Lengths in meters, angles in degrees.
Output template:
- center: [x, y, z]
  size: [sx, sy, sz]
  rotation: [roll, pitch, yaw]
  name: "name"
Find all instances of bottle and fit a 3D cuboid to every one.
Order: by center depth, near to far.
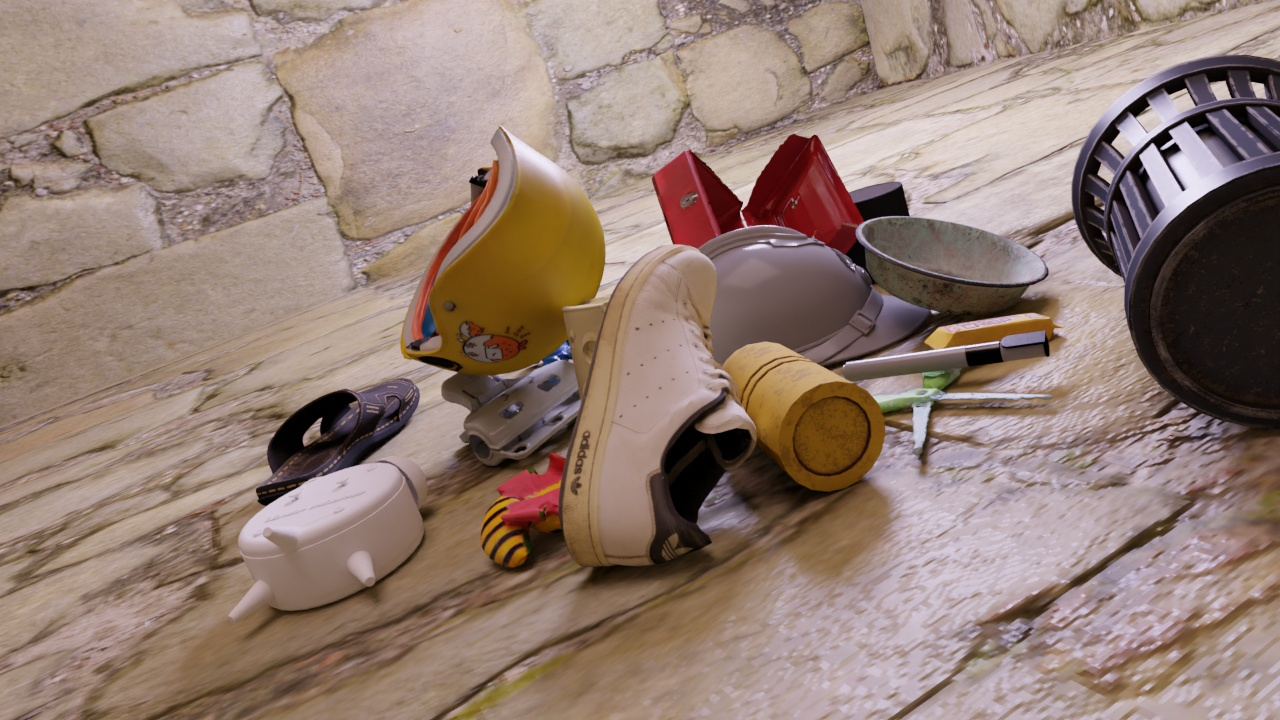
- center: [0.098, 0.029, 0.627]
  size: [0.071, 0.071, 0.164]
  rotation: [-21, 16, -8]
  name: "bottle"

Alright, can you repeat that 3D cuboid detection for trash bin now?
- center: [0.348, -0.074, 0.530]
  size: [0.165, 0.164, 0.226]
  rotation: [-11, 21, 26]
  name: "trash bin"

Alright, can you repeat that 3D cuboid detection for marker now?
- center: [0.211, -0.001, 0.646]
  size: [0.141, 0.016, 0.016]
  rotation: [-9, 18, 33]
  name: "marker"

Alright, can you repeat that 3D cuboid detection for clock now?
- center: [-0.232, 0.121, 0.688]
  size: [0.125, 0.073, 0.160]
  rotation: [-17, 16, 8]
  name: "clock"

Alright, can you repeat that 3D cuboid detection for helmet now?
- center: [0.114, -0.064, 0.830]
  size: [0.271, 0.118, 0.183]
  rotation: [-14, 16, 12]
  name: "helmet"
- center: [-0.117, -0.072, 0.832]
  size: [0.241, 0.139, 0.208]
  rotation: [-38, 32, 56]
  name: "helmet"

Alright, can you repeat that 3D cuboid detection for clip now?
- center: [-0.115, 0.045, 0.843]
  size: [0.143, 0.073, 0.124]
  rotation: [8, 31, 42]
  name: "clip"

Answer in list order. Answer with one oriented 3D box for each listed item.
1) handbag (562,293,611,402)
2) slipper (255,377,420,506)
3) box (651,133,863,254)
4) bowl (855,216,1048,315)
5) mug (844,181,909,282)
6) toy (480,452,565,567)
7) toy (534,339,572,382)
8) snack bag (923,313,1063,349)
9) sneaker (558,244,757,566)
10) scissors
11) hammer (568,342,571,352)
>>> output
- center: [-0.002, 0.005, 0.729]
  size: [0.111, 0.119, 0.081]
  rotation: [-8, 11, 32]
  name: "handbag"
- center: [-0.317, 0.067, 0.962]
  size: [0.113, 0.076, 0.267]
  rotation: [-14, 16, 16]
  name: "slipper"
- center: [0.103, -0.144, 0.953]
  size: [0.168, 0.154, 0.157]
  rotation: [3, 47, -24]
  name: "box"
- center: [0.258, -0.078, 0.778]
  size: [0.157, 0.039, 0.157]
  rotation: [6, 27, -3]
  name: "bowl"
- center: [0.232, -0.131, 0.979]
  size: [0.114, 0.088, 0.078]
  rotation: [-13, 17, 21]
  name: "mug"
- center: [-0.064, 0.100, 0.628]
  size: [0.103, 0.046, 0.084]
  rotation: [-30, 38, -27]
  name: "toy"
- center: [-0.096, -0.016, 1.014]
  size: [0.112, 0.071, 0.176]
  rotation: [-33, 18, -9]
  name: "toy"
- center: [0.259, -0.020, 0.672]
  size: [0.099, 0.020, 0.026]
  rotation: [-8, 14, -7]
  name: "snack bag"
- center: [0.028, 0.020, 0.585]
  size: [0.102, 0.089, 0.240]
  rotation: [0, 55, 27]
  name: "sneaker"
- center: [0.196, 0.024, 0.632]
  size: [0.172, 0.022, 0.173]
  rotation: [-3, 17, 40]
  name: "scissors"
- center: [0.024, -0.067, 0.997]
  size: [0.025, 0.118, 0.332]
  rotation: [-4, 16, 34]
  name: "hammer"
